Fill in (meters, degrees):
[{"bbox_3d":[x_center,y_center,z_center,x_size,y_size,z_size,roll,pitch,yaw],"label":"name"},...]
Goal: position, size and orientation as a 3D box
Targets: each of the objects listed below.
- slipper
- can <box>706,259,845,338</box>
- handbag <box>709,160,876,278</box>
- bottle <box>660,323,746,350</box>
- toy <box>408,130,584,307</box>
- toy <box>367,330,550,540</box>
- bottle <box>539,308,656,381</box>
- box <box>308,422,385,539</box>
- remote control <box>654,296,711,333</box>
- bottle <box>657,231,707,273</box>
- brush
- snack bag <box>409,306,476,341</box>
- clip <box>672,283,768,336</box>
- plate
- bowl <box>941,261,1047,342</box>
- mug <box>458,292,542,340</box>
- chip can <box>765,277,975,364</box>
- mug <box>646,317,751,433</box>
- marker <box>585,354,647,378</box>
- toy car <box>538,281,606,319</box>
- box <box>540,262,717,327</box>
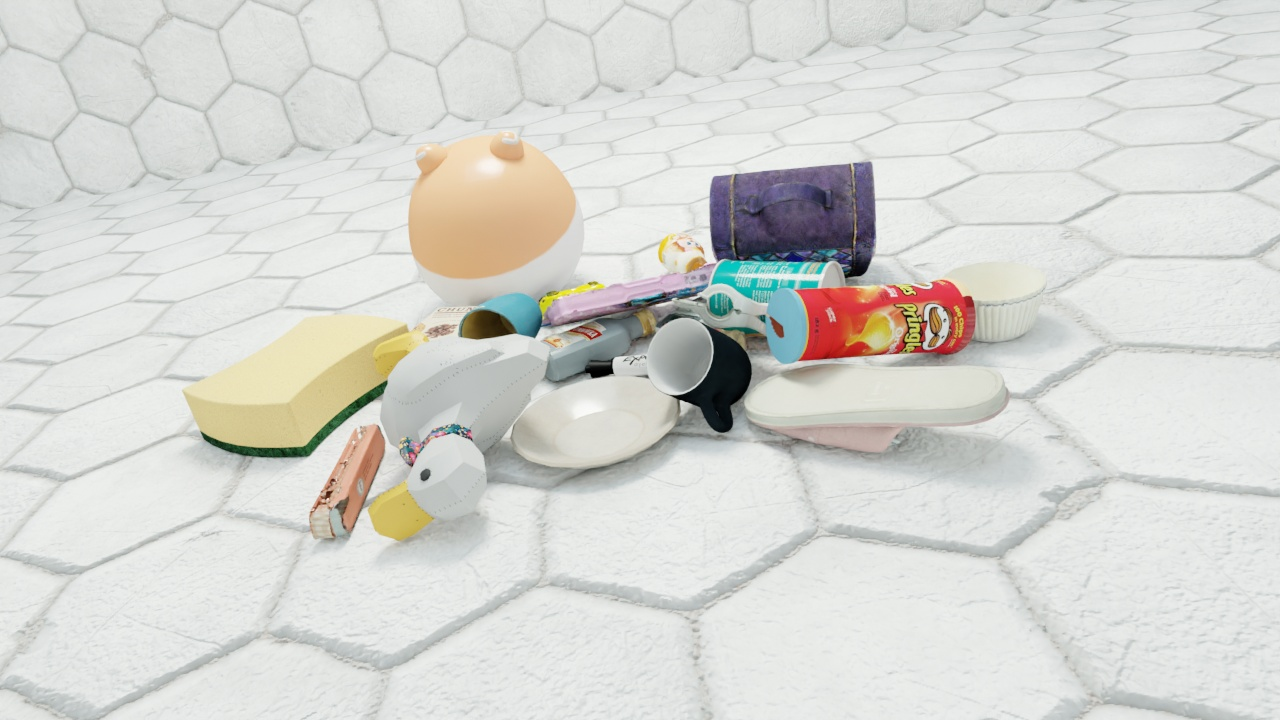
[{"bbox_3d":[0.227,0.047,0.915,0.275,0.054,0.113,-2,30,40],"label":"slipper"},{"bbox_3d":[0.169,-0.074,1.138,0.144,0.099,0.099,5,30,30],"label":"can"},{"bbox_3d":[0.203,-0.184,1.211,0.205,0.125,0.222,-2,-10,13],"label":"handbag"},{"bbox_3d":[0.075,-0.021,1.133,0.109,0.044,0.044,4,30,28],"label":"bottle"},{"bbox_3d":[-0.221,-0.214,1.383,0.263,0.281,0.265,-7,46,8],"label":"toy"},{"bbox_3d":[-0.198,0.058,0.974,0.246,0.141,0.267,-38,35,-8],"label":"toy"},{"bbox_3d":[-0.055,-0.025,1.189,0.161,0.046,0.072,-23,26,-22],"label":"bottle"},{"bbox_3d":[-0.318,0.126,0.993,0.053,0.058,0.186,-38,20,16],"label":"box"},{"bbox_3d":[0.070,-0.054,1.220,0.060,0.028,0.114,12,35,41],"label":"remote control"},{"bbox_3d":[0.068,-0.154,1.383,0.063,0.063,0.108,-17,27,-11],"label":"bottle"},{"bbox_3d":[-0.439,0.026,1.207,0.195,0.075,0.249,4,30,29],"label":"brush"},{"bbox_3d":[-0.241,-0.028,1.244,0.094,0.070,0.205,0,28,21],"label":"snack bag"},{"bbox_3d":[0.111,-0.061,1.051,0.147,0.081,0.125,10,8,5],"label":"clip"},{"bbox_3d":[-0.048,0.073,1.008,0.189,0.027,0.188,-9,26,4],"label":"plate"},{"bbox_3d":[0.409,-0.065,1.065,0.115,0.062,0.115,-9,25,4],"label":"bowl"},{"bbox_3d":[-0.177,-0.030,1.181,0.084,0.112,0.104,21,26,8],"label":"mug"},{"bbox_3d":[0.251,-0.043,1.002,0.213,0.087,0.087,-4,23,-19],"label":"chip can"},{"bbox_3d":[0.072,0.022,0.989,0.085,0.094,0.121,-30,61,26],"label":"mug"},{"bbox_3d":[-0.007,0.007,1.131,0.126,0.025,0.025,-5,27,14],"label":"marker"},{"bbox_3d":[-0.095,-0.080,1.318,0.107,0.049,0.030,-14,28,-4],"label":"toy car"},{"bbox_3d":[-0.021,-0.082,1.246,0.230,0.035,0.159,-14,-2,-20],"label":"box"}]
